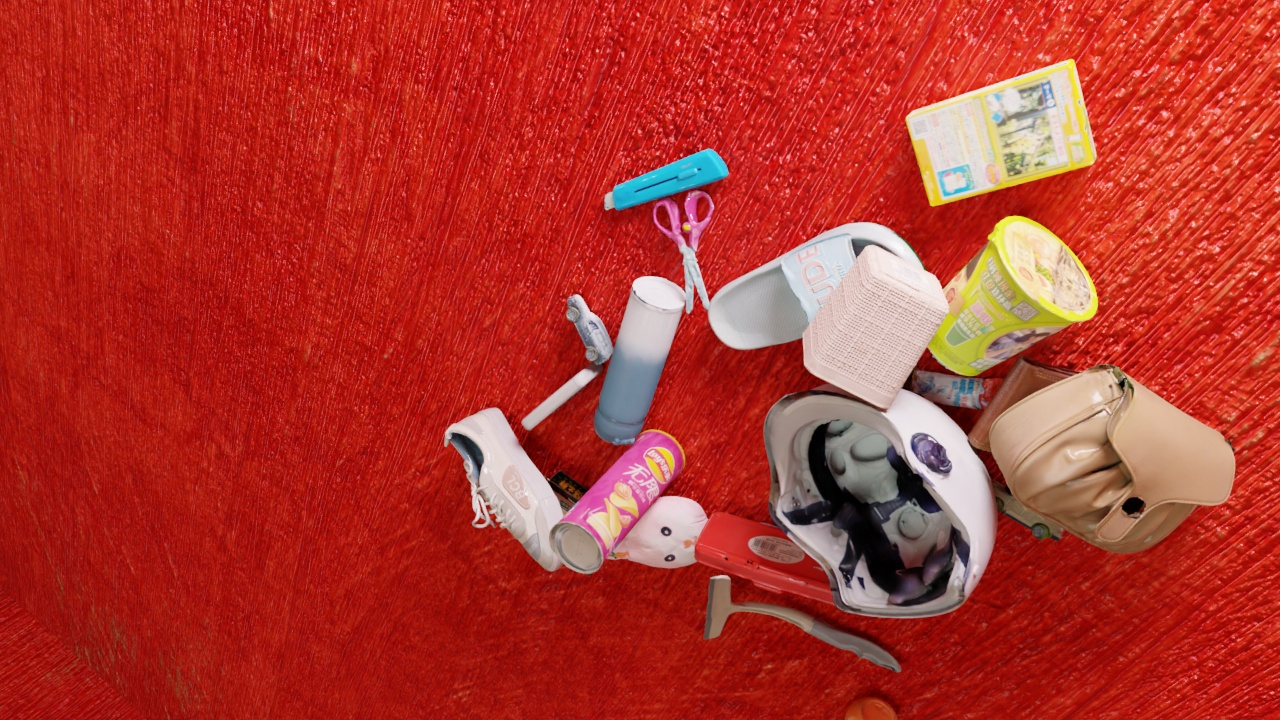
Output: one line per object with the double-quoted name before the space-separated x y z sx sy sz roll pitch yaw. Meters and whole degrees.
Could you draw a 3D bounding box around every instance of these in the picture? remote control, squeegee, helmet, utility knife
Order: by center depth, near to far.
"helmet" 0.254 0.123 0.930 0.258 0.145 0.230 58 145 8
"utility knife" 0.021 -0.190 0.987 0.160 0.018 0.034 -12 109 37
"squeegee" 0.204 0.333 1.142 0.247 0.039 0.247 15 149 11
"remote control" -0.099 0.045 1.165 0.020 0.055 0.136 51 129 -1

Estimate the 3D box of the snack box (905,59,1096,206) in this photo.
"snack box" 0.312 -0.195 0.799 0.141 0.033 0.087 -11 109 37

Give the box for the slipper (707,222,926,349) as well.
"slipper" 0.168 -0.064 0.932 0.246 0.074 0.104 -17 105 38

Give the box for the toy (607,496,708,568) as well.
"toy" 0.011 0.221 1.169 0.159 0.054 0.121 -5 127 8

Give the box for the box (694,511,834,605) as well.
"box" 0.171 0.255 1.102 0.202 0.095 0.102 12 131 24

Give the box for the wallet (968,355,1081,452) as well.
"wallet" 0.380 0.048 0.856 0.124 0.032 0.101 12 127 -16

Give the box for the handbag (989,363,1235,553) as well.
"handbag" 0.420 0.095 0.813 0.204 0.099 0.148 26 121 -23

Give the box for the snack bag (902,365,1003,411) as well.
"snack bag" 0.314 0.031 0.926 0.104 0.026 0.048 13 109 25

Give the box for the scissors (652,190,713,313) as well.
"scissors" 0.044 -0.116 0.997 0.084 0.017 0.138 7 104 27

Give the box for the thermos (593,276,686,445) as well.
"thermos" -0.006 0.006 1.083 0.070 0.070 0.221 29 127 14

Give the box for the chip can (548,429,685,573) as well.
"chip can" -0.023 0.161 1.083 0.071 0.209 0.071 14 121 24

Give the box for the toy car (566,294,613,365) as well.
"toy car" -0.062 -0.038 1.107 0.034 0.043 0.090 -23 106 10

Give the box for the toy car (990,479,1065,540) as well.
"toy car" 0.388 0.149 0.937 0.090 0.042 0.035 28 104 9

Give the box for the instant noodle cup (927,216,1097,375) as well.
"instant noodle cup" 0.322 -0.049 0.832 0.111 0.111 0.124 44 136 3

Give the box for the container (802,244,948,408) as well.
"container" 0.216 -0.034 0.840 0.090 0.089 0.111 26 118 -4

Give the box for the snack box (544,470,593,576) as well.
"snack box" -0.089 0.218 1.255 0.113 0.053 0.126 32 126 13

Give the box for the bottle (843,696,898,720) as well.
"bottle" 0.282 0.492 1.181 0.067 0.066 0.150 27 134 16

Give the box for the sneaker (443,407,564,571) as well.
"sneaker" -0.182 0.176 1.214 0.242 0.090 0.090 58 142 18
